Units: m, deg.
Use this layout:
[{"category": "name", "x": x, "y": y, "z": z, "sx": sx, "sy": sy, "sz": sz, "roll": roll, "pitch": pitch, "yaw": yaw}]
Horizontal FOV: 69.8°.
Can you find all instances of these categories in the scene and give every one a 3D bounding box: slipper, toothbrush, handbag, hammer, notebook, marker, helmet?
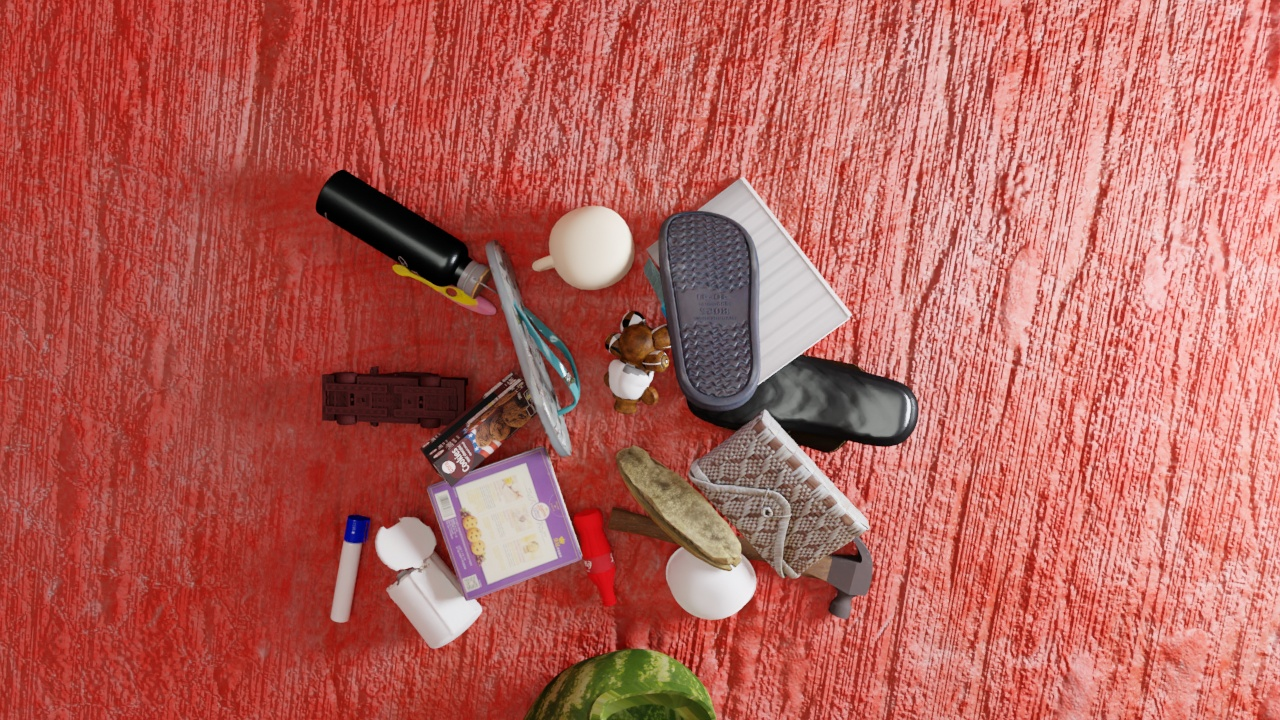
[{"category": "slipper", "x": 0.079, "y": -0.051, "z": 1.018, "sx": 0.111, "sy": 0.083, "sz": 0.267, "roll": -4, "pitch": 57, "yaw": 0}, {"category": "toothbrush", "x": -0.236, "y": -0.086, "z": 1.111, "sx": 0.135, "sy": 0.016, "sz": 0.021, "roll": 24, "pitch": 95, "yaw": -2}, {"category": "slipper", "x": 0.186, "y": 0.047, "z": 1.074, "sx": 0.268, "sy": 0.075, "sz": 0.113, "roll": 8, "pitch": 87, "yaw": 17}, {"category": "slipper", "x": -0.117, "y": -0.017, "z": 1.069, "sx": 0.055, "sy": 0.098, "sz": 0.269, "roll": -19, "pitch": 93, "yaw": 6}, {"category": "handbag", "x": 0.156, "y": 0.160, "z": 1.051, "sx": 0.124, "sy": 0.046, "sz": 0.186, "roll": -41, "pitch": 95, "yaw": 24}, {"category": "hammer", "x": 0.121, "y": 0.226, "z": 1.115, "sx": 0.323, "sy": 0.033, "sz": 0.115, "roll": 12, "pitch": 98, "yaw": 2}, {"category": "notebook", "x": 0.123, "y": -0.091, "z": 1.062, "sx": 0.143, "sy": 0.009, "sz": 0.209, "roll": -37, "pitch": 76, "yaw": 6}, {"category": "marker", "x": -0.364, "y": 0.261, "z": 1.148, "sx": 0.027, "sy": 0.023, "sz": 0.133, "roll": 9, "pitch": 97, "yaw": -20}, {"category": "helmet", "x": -0.033, "y": 0.454, "z": 1.043, "sx": 0.213, "sy": 0.246, "sz": 0.244, "roll": 44, "pitch": 138, "yaw": -19}]

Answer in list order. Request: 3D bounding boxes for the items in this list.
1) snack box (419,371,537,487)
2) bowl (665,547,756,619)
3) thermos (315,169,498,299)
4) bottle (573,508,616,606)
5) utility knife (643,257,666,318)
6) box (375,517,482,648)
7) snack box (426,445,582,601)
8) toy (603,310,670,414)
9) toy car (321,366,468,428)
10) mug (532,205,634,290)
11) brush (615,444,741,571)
[{"category": "snack box", "x": -0.185, "y": 0.080, "z": 1.075, "sx": 0.140, "sy": 0.051, "sz": 0.032, "roll": -41, "pitch": 50, "yaw": -19}, {"category": "bowl", "x": 0.081, "y": 0.273, "z": 1.096, "sx": 0.110, "sy": 0.040, "sz": 0.110, "roll": 5, "pitch": 117, "yaw": 10}, {"category": "thermos", "x": -0.267, "y": -0.139, "z": 1.083, "sx": 0.231, "sy": 0.061, "sz": 0.061, "roll": 31, "pitch": 96, "yaw": 0}, {"category": "bottle", "x": -0.051, "y": 0.243, "z": 1.122, "sx": 0.036, "sy": 0.036, "sz": 0.119, "roll": -14, "pitch": 95, "yaw": 4}, {"category": "utility knife", "x": 0.056, "y": -0.033, "z": 1.077, "sx": 0.031, "sy": 0.015, "sz": 0.205, "roll": -35, "pitch": 78, "yaw": 23}, {"category": "box", "x": -0.264, "y": 0.266, "z": 1.114, "sx": 0.083, "sy": 0.093, "sz": 0.166, "roll": -40, "pitch": 91, "yaw": -33}, {"category": "snack box", "x": -0.161, "y": 0.192, "z": 1.095, "sx": 0.148, "sy": 0.040, "sz": 0.143, "roll": -19, "pitch": 88, "yaw": -8}, {"category": "toy", "x": -0.006, "y": 0.006, "z": 1.086, "sx": 0.087, "sy": 0.067, "sz": 0.113, "roll": 24, "pitch": 119, "yaw": 29}, {"category": "toy car", "x": -0.290, "y": 0.044, "z": 1.102, "sx": 0.170, "sy": 0.062, "sz": 0.070, "roll": 2, "pitch": 96, "yaw": 3}, {"category": "mug", "x": -0.068, "y": -0.126, "z": 1.054, "sx": 0.120, "sy": 0.099, "sz": 0.096, "roll": -18, "pitch": 94, "yaw": 5}, {"category": "brush", "x": 0.043, "y": 0.171, "z": 1.082, "sx": 0.059, "sy": 0.043, "sz": 0.195, "roll": -41, "pitch": 72, "yaw": -19}]
